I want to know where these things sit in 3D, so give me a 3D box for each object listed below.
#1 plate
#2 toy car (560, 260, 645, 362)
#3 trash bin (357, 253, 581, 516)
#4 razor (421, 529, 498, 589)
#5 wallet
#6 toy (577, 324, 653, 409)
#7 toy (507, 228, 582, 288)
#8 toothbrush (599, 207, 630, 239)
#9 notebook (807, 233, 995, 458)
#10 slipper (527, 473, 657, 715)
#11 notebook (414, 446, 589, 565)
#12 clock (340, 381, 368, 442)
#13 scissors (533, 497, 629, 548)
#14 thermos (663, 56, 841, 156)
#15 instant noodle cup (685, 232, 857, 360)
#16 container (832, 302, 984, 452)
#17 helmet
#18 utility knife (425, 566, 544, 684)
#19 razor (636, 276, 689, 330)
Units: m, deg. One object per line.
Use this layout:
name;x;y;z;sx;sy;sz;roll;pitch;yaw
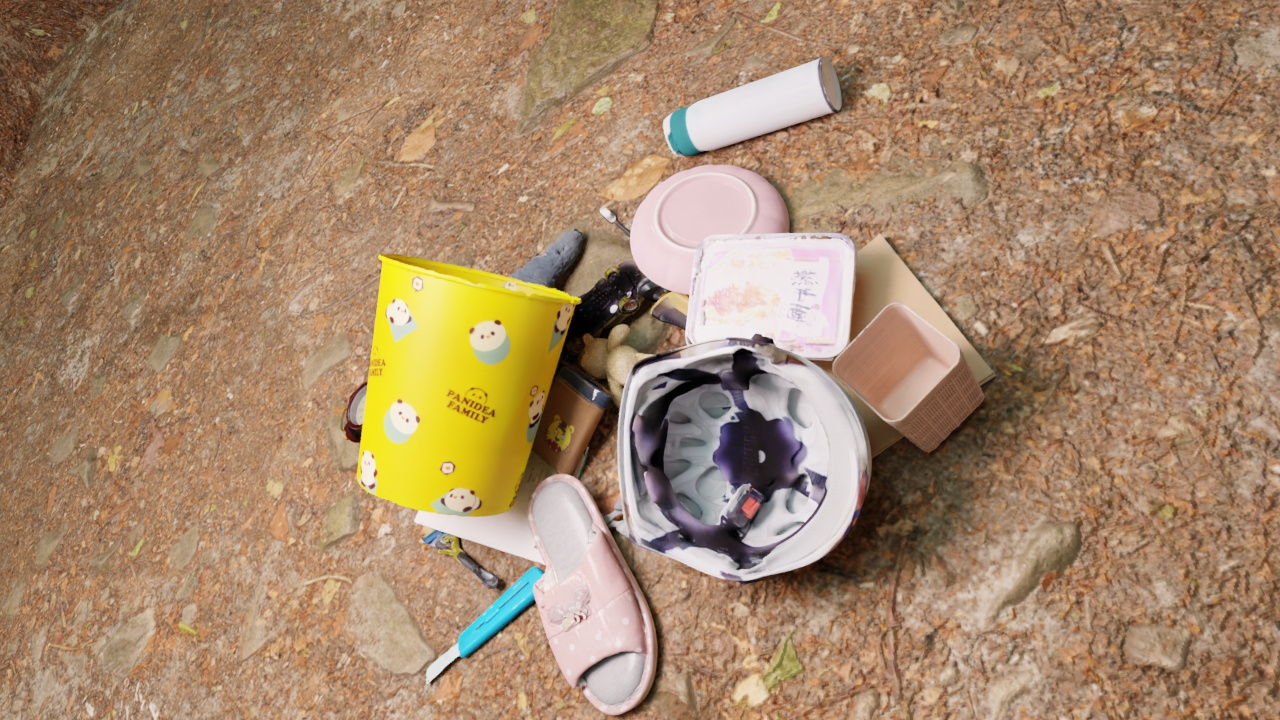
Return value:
plate;0.078;-0.165;1.085;0.192;0.039;0.192;-6;57;10
toy car;-0.051;-0.061;1.157;0.158;0.042;0.070;-38;50;18
trash bin;-0.206;0.027;1.046;0.230;0.229;0.255;18;98;39
razor;-0.214;0.243;1.122;0.042;0.022;0.143;-37;40;-26
wallet;-0.089;0.069;1.091;0.090;0.033;0.115;34;105;35
toy;-0.006;0.006;1.086;0.157;0.066;0.105;13;116;34
toy;-0.188;-0.032;1.216;0.356;0.091;0.138;-51;23;0
toothbrush;-0.003;-0.154;1.193;0.015;0.018;0.181;-45;51;2
notebook;0.242;-0.018;0.953;0.150;0.012;0.211;-38;51;14
slipper;-0.063;0.242;0.986;0.114;0.054;0.274;-34;58;18
notebook;-0.173;0.155;1.135;0.209;0.012;0.150;10;71;31
clock;-0.382;0.075;1.307;0.122;0.055;0.082;-15;59;30
scissors;-0.046;0.177;1.041;0.173;0.014;0.142;19;79;36
thermos;0.134;-0.312;1.150;0.225;0.073;0.073;-11;60;31
instant noodle cup;0.142;-0.063;0.977;0.174;0.060;0.138;3;76;20
container;0.252;0.021;0.845;0.090;0.111;0.090;-47;49;6
helmet;0.110;0.091;0.889;0.259;0.145;0.229;-4;89;29
utility knife;-0.181;0.310;1.068;0.203;0.018;0.034;-43;50;10
razor;0.067;-0.054;1.067;0.167;0.062;0.068;38;103;35
